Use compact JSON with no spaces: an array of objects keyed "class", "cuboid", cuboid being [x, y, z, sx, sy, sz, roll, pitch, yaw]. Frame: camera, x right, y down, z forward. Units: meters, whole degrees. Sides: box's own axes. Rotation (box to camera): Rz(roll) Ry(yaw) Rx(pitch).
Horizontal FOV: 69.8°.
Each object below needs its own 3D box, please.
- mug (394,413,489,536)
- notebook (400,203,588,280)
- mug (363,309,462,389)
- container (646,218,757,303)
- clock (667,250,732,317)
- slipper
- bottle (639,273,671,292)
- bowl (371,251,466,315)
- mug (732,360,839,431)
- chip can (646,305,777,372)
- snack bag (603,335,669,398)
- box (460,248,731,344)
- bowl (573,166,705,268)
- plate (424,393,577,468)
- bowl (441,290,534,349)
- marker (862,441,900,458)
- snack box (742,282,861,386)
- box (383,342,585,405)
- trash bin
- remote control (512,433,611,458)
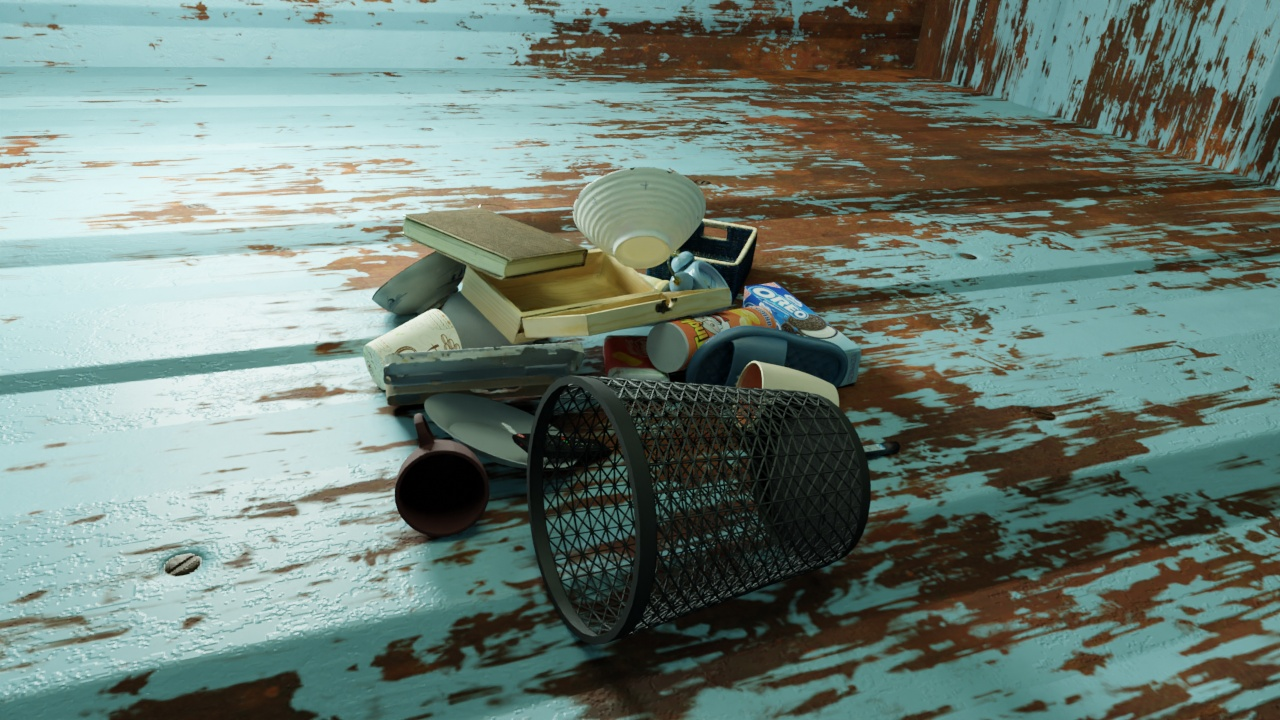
[{"class":"mug","cuboid":[-0.198,0.101,0.890,0.087,0.114,0.088,-19,18,-9]},{"class":"notebook","cuboid":[-0.182,-0.162,1.219,0.216,0.034,0.189,24,27,33]},{"class":"mug","cuboid":[-0.292,-0.010,1.136,0.097,0.081,0.122,-26,19,-33]},{"class":"container","cuboid":[0.100,-0.164,1.475,0.145,0.071,0.187,12,28,13]},{"class":"clock","cuboid":[0.080,-0.107,1.322,0.124,0.052,0.088,39,32,-25]},{"class":"slipper","cuboid":[0.160,0.010,1.125,0.213,0.104,0.059,1,30,-16]},{"class":"bottle","cuboid":[-0.030,-0.110,1.367,0.162,0.057,0.056,18,30,24]},{"class":"bowl","cuboid":[-0.293,-0.101,1.270,0.057,0.151,0.150,55,38,-2]},{"class":"mug","cuboid":[0.172,0.062,1.060,0.104,0.085,0.111,9,54,-15]},{"class":"chip can","cuboid":[0.097,-0.030,1.191,0.062,0.062,0.209,25,23,34]},{"class":"snack bag","cuboid":[-0.007,0.007,1.171,0.077,0.036,0.115,1,28,-7]},{"class":"box","cuboid":[-0.058,-0.078,1.185,0.246,0.097,0.261,-15,22,-42]},{"class":"bowl","cuboid":[0.001,-0.169,1.205,0.177,0.178,0.070,1,61,-8]},{"class":"plate","cuboid":[-0.150,0.081,0.980,0.173,0.019,0.172,21,12,-5]},{"class":"bowl","cuboid":[-0.205,-0.063,1.240,0.132,0.064,0.131,4,28,-2]},{"class":"marker","cuboid":[0.247,0.107,1.046,0.122,0.015,0.018,-7,33,-26]},{"class":"snack box","cuboid":[0.218,-0.039,1.274,0.059,0.060,0.226,-10,31,-19]},{"class":"box","cuboid":[-0.179,0.017,1.036,0.216,0.042,0.149,-3,-8,-15]},{"class":"trash bin","cuboid":[0.054,0.116,0.807,0.242,0.217,0.217,-3,28,-28]},{"class":"remote control","cuboid":[-0.081,0.092,0.978,0.039,0.010,0.124,32,15,39]}]
